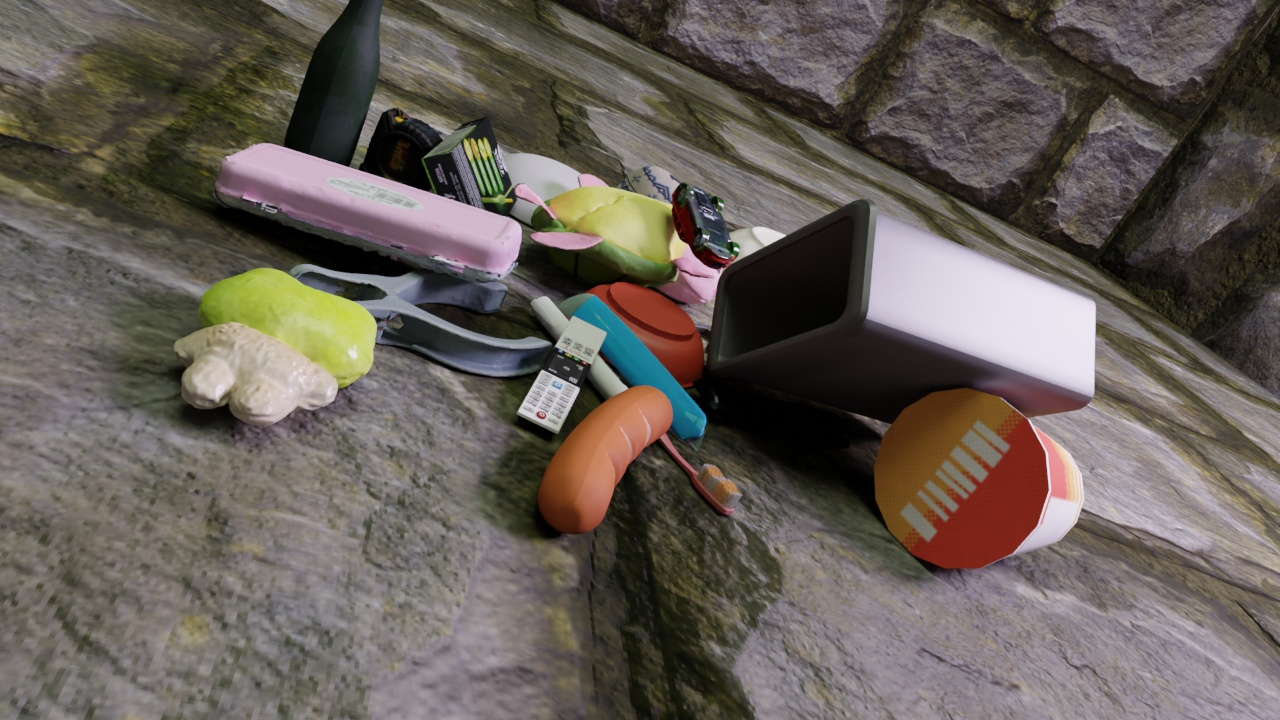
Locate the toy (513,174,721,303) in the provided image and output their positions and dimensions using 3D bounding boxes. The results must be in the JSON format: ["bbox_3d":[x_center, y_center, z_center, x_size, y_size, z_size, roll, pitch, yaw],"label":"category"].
[{"bbox_3d":[-0.013,-0.105,0.811,0.237,0.088,0.190,5,28,-48],"label":"toy"}]

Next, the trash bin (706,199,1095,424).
[{"bbox_3d":[0.194,-0.019,0.702,0.219,0.097,0.192,16,-17,-23],"label":"trash bin"}]

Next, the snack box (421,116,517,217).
[{"bbox_3d":[-0.141,-0.152,0.779,0.025,0.080,0.147,-14,23,9],"label":"snack box"}]

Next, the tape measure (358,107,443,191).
[{"bbox_3d":[-0.195,-0.172,0.772,0.062,0.067,0.038,27,23,-3],"label":"tape measure"}]

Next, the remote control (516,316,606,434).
[{"bbox_3d":[-0.051,0.009,0.605,0.028,0.012,0.124,26,33,-3],"label":"remote control"}]

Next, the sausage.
[{"bbox_3d":[-0.020,0.052,0.539,0.044,0.039,0.164,28,23,7],"label":"sausage"}]

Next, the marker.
[{"bbox_3d":[-0.042,-0.004,0.657,0.020,0.017,0.133,30,14,-51],"label":"marker"}]

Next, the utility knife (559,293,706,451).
[{"bbox_3d":[-0.004,0.004,0.662,0.158,0.031,0.015,49,8,26],"label":"utility knife"}]

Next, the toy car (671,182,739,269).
[{"bbox_3d":[0.051,-0.112,0.765,0.042,0.036,0.091,16,37,-33],"label":"toy car"}]

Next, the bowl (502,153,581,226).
[{"bbox_3d":[-0.087,-0.172,0.922,0.149,0.043,0.149,23,24,-11],"label":"bowl"}]

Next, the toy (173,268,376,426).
[{"bbox_3d":[-0.187,-0.006,0.469,0.092,0.046,0.115,24,30,-7],"label":"toy"}]

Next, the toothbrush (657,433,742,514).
[{"bbox_3d":[0.007,0.039,0.628,0.015,0.016,0.184,12,26,-47],"label":"toothbrush"}]

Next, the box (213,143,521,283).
[{"bbox_3d":[-0.183,-0.096,0.631,0.202,0.045,0.086,17,22,-4],"label":"box"}]

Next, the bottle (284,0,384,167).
[{"bbox_3d":[-0.234,-0.242,0.736,0.055,0.174,0.055,23,24,-11],"label":"bottle"}]

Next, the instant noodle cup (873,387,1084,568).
[{"bbox_3d":[0.259,0.092,0.679,0.121,0.124,0.123,15,26,-46],"label":"instant noodle cup"}]

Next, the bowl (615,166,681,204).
[{"bbox_3d":[0.026,-0.155,0.952,0.115,0.059,0.115,41,17,-16],"label":"bowl"}]

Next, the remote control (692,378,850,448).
[{"bbox_3d":[0.107,0.041,0.727,0.151,0.020,0.041,15,25,-32],"label":"remote control"}]

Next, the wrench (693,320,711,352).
[{"bbox_3d":[0.164,0.012,0.864,0.273,0.010,0.070,17,26,-25],"label":"wrench"}]

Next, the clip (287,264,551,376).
[{"bbox_3d":[-0.123,-0.014,0.575,0.171,0.029,0.143,-3,36,-49],"label":"clip"}]

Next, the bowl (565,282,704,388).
[{"bbox_3d":[0.002,-0.028,0.733,0.122,0.035,0.121,23,24,-11],"label":"bowl"}]

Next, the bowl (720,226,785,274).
[{"bbox_3d":[0.158,-0.096,1.018,0.219,0.060,0.188,13,27,-31],"label":"bowl"}]
